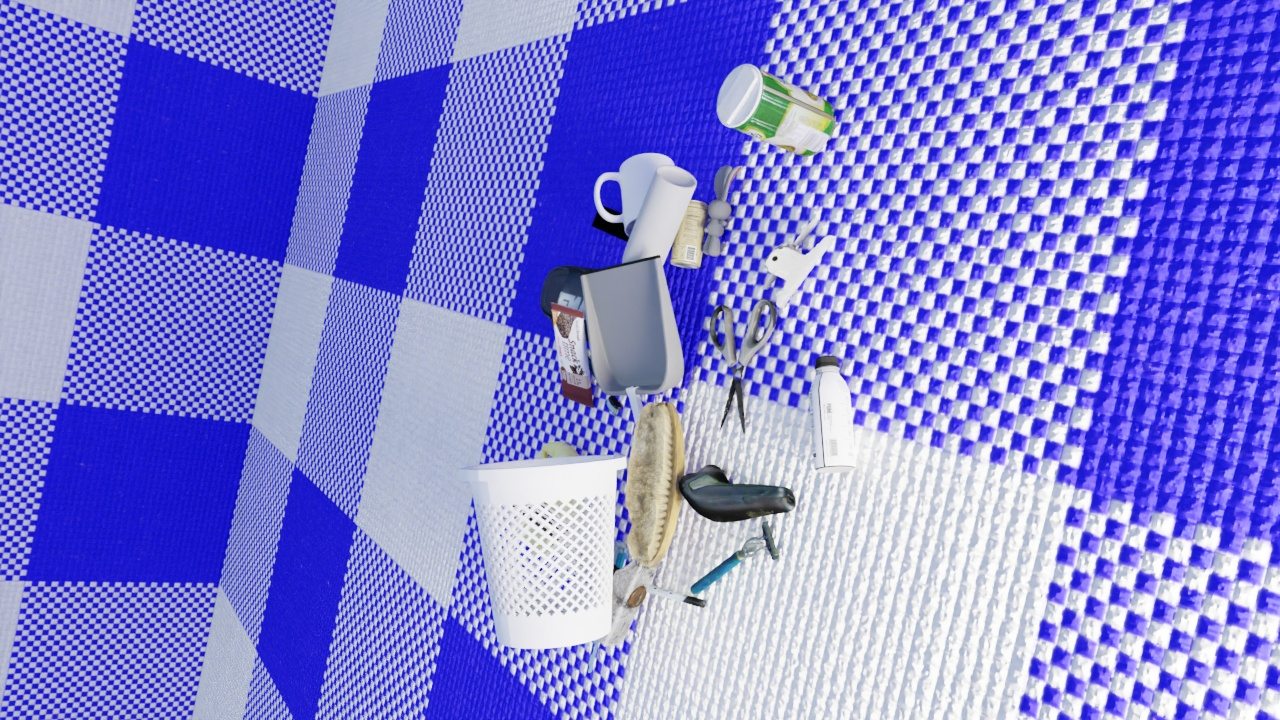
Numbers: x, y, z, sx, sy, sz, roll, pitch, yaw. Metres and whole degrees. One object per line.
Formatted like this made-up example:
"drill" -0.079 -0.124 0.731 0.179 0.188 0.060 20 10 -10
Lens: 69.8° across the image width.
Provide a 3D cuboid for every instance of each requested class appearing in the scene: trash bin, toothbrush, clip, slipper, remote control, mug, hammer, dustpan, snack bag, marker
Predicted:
"trash bin" -0.107 0.218 1.072 0.196 0.195 0.199 -8 85 53
"toothbrush" -0.069 0.015 1.305 0.189 0.016 0.017 54 134 45
"clip" 0.163 -0.109 1.002 0.102 0.052 0.057 -56 2 28
"slipper" -0.090 -0.088 1.305 0.268 0.083 0.111 25 99 55
"remote control" -0.023 -0.188 1.294 0.150 0.013 0.034 32 104 52
"mug" -0.006 -0.212 1.197 0.074 0.110 0.090 113 154 -67
"hammer" -0.088 0.194 1.192 0.301 0.037 0.218 30 100 38
"dustpan" -0.007 0.007 1.159 0.163 0.033 0.257 -5 102 53
"snack bag" -0.094 -0.005 1.270 0.057 0.013 0.158 18 129 29
"marker" 0.027 0.281 1.110 0.152 0.011 0.011 -3 79 53

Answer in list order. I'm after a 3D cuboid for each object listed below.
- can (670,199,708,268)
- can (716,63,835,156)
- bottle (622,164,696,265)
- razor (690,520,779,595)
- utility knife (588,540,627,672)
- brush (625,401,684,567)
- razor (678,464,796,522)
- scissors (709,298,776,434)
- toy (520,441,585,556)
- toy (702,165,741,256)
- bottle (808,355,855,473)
"can" 0.062 -0.158 1.150 0.038 0.038 0.079 5 85 54
"can" 0.147 -0.269 0.993 0.067 0.120 0.067 -18 68 50
"bottle" 0.012 -0.146 1.145 0.052 0.052 0.196 62 141 41
"razor" 0.099 0.227 1.018 0.144 0.022 0.042 -45 47 39
"utility knife" -0.048 0.322 1.196 0.022 0.015 0.179 22 98 54
"brush" 0.015 0.141 1.069 0.059 0.043 0.195 -6 70 37
"razor" 0.107 0.145 1.010 0.152 0.054 0.067 -9 55 46
"scissors" 0.114 -0.003 1.061 0.166 0.012 0.157 -54 41 31
"toy" -0.123 0.203 1.290 0.171 0.064 0.155 -64 37 23
"toy" 0.096 -0.183 1.118 0.049 0.030 0.112 -146 65 -67
"bottle" 0.191 0.053 0.920 0.041 0.041 0.116 -20 65 50
